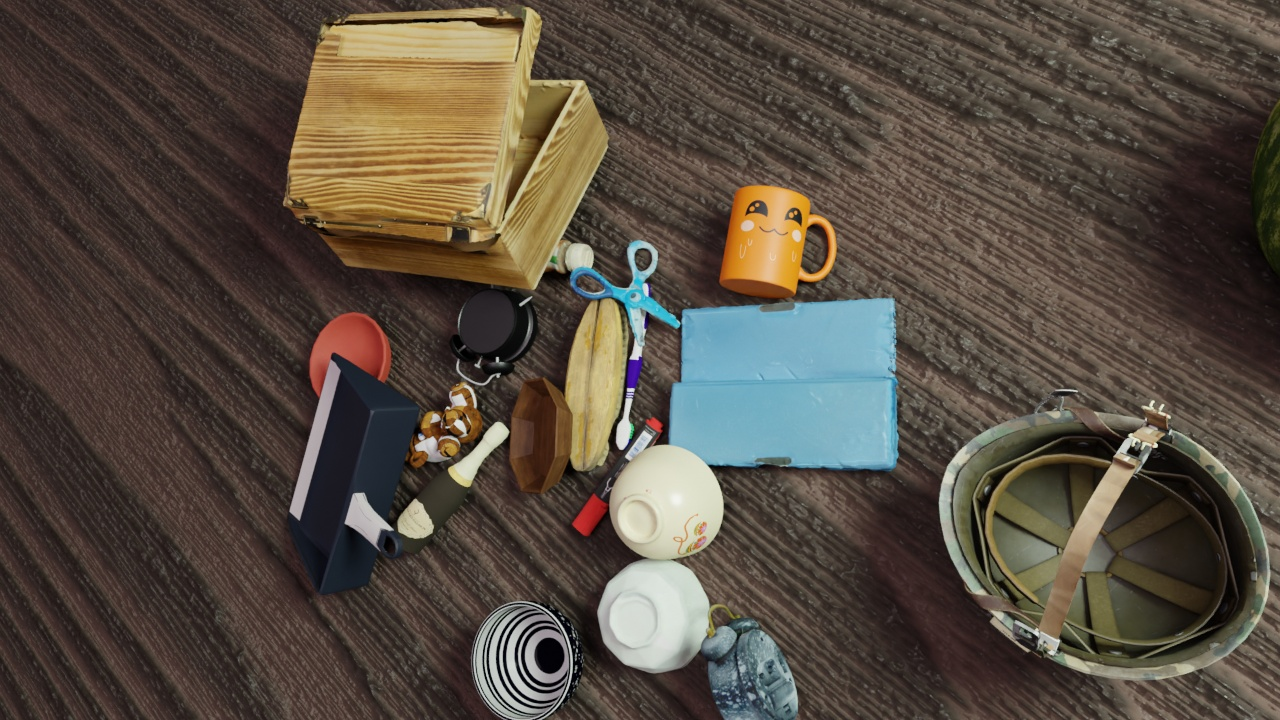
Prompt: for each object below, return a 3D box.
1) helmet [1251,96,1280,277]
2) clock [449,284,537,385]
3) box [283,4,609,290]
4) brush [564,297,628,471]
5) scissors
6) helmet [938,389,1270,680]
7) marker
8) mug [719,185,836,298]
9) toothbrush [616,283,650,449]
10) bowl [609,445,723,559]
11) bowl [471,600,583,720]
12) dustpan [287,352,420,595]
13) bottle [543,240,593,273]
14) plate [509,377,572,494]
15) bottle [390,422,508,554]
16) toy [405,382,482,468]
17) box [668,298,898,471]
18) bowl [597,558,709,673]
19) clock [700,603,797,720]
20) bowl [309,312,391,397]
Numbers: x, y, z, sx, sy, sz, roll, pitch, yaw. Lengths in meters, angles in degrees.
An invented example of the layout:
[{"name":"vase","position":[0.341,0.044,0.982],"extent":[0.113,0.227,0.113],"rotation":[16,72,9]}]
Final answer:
[{"name":"helmet","position":[0.561,-0.129,0.645],"extent":[0.213,0.247,0.242],"rotation":[-9,35,3]},{"name":"clock","position":[-0.174,-0.030,1.075],"extent":[0.091,0.042,0.120],"rotation":[27,92,27]},{"name":"box","position":[-0.231,-0.228,1.003],"extent":[0.280,0.221,0.258],"rotation":[10,62,25]},{"name":"brush","position":[-0.047,0.025,1.005],"extent":[0.059,0.043,0.195],"rotation":[3,80,24]},{"name":"scissors","position":[-0.020,-0.071,0.997],"extent":[0.127,0.012,0.137],"rotation":[-6,65,-6]},{"name":"helmet","position":[0.339,0.134,0.693],"extent":[0.224,0.236,0.192],"rotation":[28,87,16]},{"name":"marker","position":[-0.023,0.124,0.985],"extent":[0.145,0.021,0.023],"rotation":[-54,41,6]},{"name":"mug","position":[0.144,-0.116,0.934],"extent":[0.112,0.078,0.096],"rotation":[11,84,-5]},{"name":"toothbrush","position":[-0.006,0.006,1.005],"extent":[0.015,0.016,0.186],"rotation":[4,80,25]},{"name":"bowl","position":[0.014,0.150,0.916],"extent":[0.118,0.073,0.118],"rotation":[4,99,27]},{"name":"bowl","position":[-0.109,0.313,0.964],"extent":[0.120,0.066,0.120],"rotation":[-5,78,24]},{"name":"dustpan","position":[-0.336,0.148,1.056],"extent":[0.273,0.080,0.236],"rotation":[27,104,31]},{"name":"bottle","position":[-0.134,-0.124,1.065],"extent":[0.167,0.059,0.059],"rotation":[8,83,26]},{"name":"plate","position":[-0.107,0.082,1.001],"extent":[0.132,0.025,0.131],"rotation":[-15,73,59]},{"name":"bottle","position":[-0.216,0.143,1.059],"extent":[0.185,0.045,0.045],"rotation":[-48,65,9]},{"name":"toy","position":[-0.232,0.083,1.066],"extent":[0.113,0.067,0.087],"rotation":[-24,34,21]},{"name":"box","position":[0.140,0.024,0.926],"extent":[0.232,0.033,0.174],"rotation":[-3,77,25]},{"name":"bowl","position":[0.006,0.258,0.925],"extent":[0.118,0.061,0.117],"rotation":[-5,79,24]},{"name":"clock","position":[0.100,0.288,0.860],"extent":[0.052,0.090,0.129],"rotation":[-30,72,23]},{"name":"bowl","position":[-0.360,0.002,1.159],"extent":[0.122,0.035,0.122],"rotation":[-5,78,24]}]
